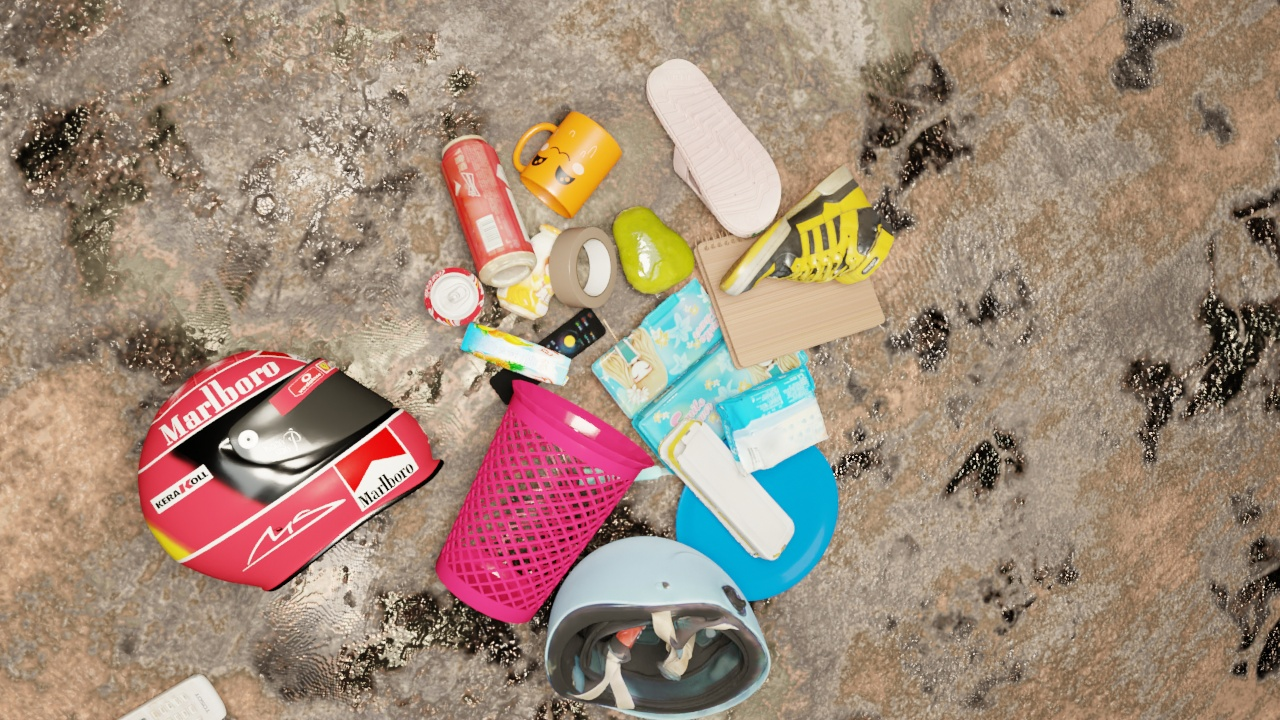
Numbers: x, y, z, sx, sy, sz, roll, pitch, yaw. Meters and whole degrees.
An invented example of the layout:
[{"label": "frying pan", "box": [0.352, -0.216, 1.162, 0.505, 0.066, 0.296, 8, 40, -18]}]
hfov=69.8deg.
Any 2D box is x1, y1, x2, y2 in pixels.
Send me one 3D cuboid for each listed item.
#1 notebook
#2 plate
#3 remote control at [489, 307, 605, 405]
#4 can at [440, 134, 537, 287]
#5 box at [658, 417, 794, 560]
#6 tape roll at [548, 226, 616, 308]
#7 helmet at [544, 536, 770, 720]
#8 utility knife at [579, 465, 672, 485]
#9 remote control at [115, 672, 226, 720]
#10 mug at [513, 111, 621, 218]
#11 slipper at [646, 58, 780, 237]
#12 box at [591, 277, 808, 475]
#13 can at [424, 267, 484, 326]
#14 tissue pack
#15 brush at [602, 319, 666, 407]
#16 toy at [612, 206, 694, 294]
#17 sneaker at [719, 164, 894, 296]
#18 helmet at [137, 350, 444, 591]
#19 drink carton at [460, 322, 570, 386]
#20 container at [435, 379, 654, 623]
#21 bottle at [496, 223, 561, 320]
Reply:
[{"label": "notebook", "box": [0.183, -0.097, 1.128, 0.210, 0.022, 0.169, -17, 83, -20]}, {"label": "plate", "box": [0.145, 0.192, 1.154, 0.224, 0.024, 0.224, -3, 101, -19]}, {"label": "remote control", "box": [-0.111, -0.005, 1.099, 0.151, 0.020, 0.041, -37, 98, -10]}, {"label": "can", "box": [-0.171, -0.167, 1.027, 0.067, 0.067, 0.170, -19, 73, -11]}, {"label": "box", "box": [0.105, 0.156, 1.105, 0.210, 0.045, 0.065, 48, 69, -20]}, {"label": "tape roll", "box": [-0.066, -0.108, 1.069, 0.093, 0.030, 0.094, -9, 100, -56]}, {"label": "helmet", "box": [0.023, 0.302, 1.057, 0.265, 0.166, 0.226, 33, 122, -22]}, {"label": "utility knife", "box": [-0.016, 0.141, 1.129, 0.120, 0.015, 0.022, -2, 102, -14]}, {"label": "remote control", "box": [-0.535, 0.406, 1.018, 0.138, 0.025, 0.060, -30, 99, -10]}, {"label": "mug", "box": [-0.094, -0.235, 1.070, 0.112, 0.077, 0.096, 35, 84, 19]}, {"label": "slipper", "box": [0.087, -0.253, 1.110, 0.094, 0.064, 0.239, -29, 81, -11]}, {"label": "box", "box": [0.074, 0.003, 1.118, 0.226, 0.039, 0.182, -41, 107, -12]}, {"label": "can", "box": [-0.210, -0.070, 1.029, 0.064, 0.105, 0.064, -1, 93, -13]}, {"label": "tissue pack", "box": [0.158, 0.071, 1.090, 0.144, 0.062, 0.093, -22, 93, -31]}, {"label": "brush", "box": [-0.007, 0.007, 1.123, 0.048, 0.017, 0.126, -35, 99, -9]}, {"label": "toy", "box": [0.012, -0.136, 1.104, 0.090, 0.051, 0.110, -29, 96, -12]}, {"label": "sneaker", "box": [0.202, -0.121, 1.079, 0.122, 0.086, 0.238, 46, 66, 0]}, {"label": "helmet", "box": [-0.379, 0.097, 0.953, 0.270, 0.198, 0.224, -37, 100, -17]}, {"label": "drink carton", "box": [-0.142, -0.006, 1.059, 0.129, 0.044, 0.038, 20, 86, -7]}, {"label": "container", "box": [-0.121, 0.165, 1.036, 0.183, 0.183, 0.226, 30, 93, -12]}, {"label": "bottle", "box": [-0.122, -0.104, 1.070, 0.063, 0.063, 0.109, 25, 86, -13]}]
